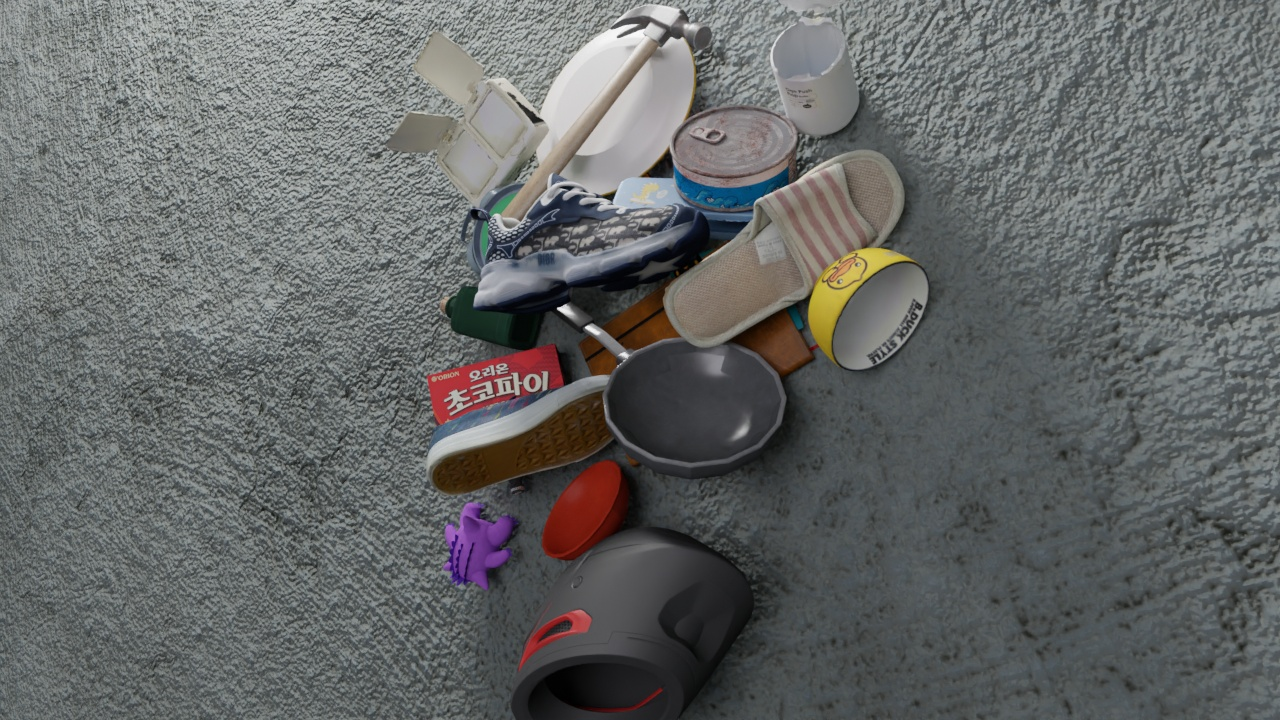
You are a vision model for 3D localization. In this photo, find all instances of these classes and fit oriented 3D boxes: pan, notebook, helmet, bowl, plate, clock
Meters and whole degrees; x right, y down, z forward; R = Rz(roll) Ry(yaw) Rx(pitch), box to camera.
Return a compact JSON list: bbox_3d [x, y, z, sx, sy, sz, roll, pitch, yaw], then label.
[{"bbox_3d":[-0.006,0.005,0.955,0.178,0.041,0.357,-32,50,-27],"label":"pan"},{"bbox_3d":[0.056,-0.022,0.996,0.250,0.014,0.178,-33,67,21],"label":"notebook"},{"bbox_3d":[-0.008,0.254,0.895,0.265,0.164,0.169,-34,24,30],"label":"helmet"},{"bbox_3d":[-0.053,0.168,0.989,0.122,0.035,0.121,-40,25,22],"label":"bowl"},{"bbox_3d":[-0.038,-0.299,1.075,0.230,0.021,0.229,-13,66,32],"label":"plate"},{"bbox_3d":[-0.154,-0.150,1.103,0.162,0.075,0.122,16,88,30],"label":"clock"},{"bbox_3d":[0.205,-0.056,0.864,0.117,0.117,0.067,-54,46,11],"label":"bowl"}]

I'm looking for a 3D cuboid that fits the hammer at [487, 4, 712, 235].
[{"bbox_3d":[-0.061,-0.264,1.038,0.119,0.030,0.331,41,95,36],"label":"hammer"}]

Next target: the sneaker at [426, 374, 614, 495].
[{"bbox_3d":[-0.121,0.071,0.999,0.235,0.087,0.079,-21,38,-5],"label":"sneaker"}]

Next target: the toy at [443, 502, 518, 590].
[{"bbox_3d":[-0.195,0.218,1.073,0.106,0.055,0.088,15,93,32],"label":"toy"}]

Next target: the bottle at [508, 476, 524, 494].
[{"bbox_3d":[-0.155,0.103,1.081,0.036,0.036,0.109,-23,71,25],"label":"bottle"}]

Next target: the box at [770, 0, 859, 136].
[{"bbox_3d":[0.169,-0.308,0.903,0.085,0.162,0.112,13,75,25],"label":"box"}]

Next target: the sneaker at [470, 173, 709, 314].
[{"bbox_3d":[-0.062,-0.133,0.933,0.270,0.103,0.132,-12,83,28],"label":"sneaker"}]

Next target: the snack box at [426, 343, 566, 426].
[{"bbox_3d":[-0.156,0.065,1.053,0.152,0.036,0.132,-14,73,1],"label":"snack box"}]

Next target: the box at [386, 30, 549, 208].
[{"bbox_3d":[-0.219,-0.282,1.115,0.185,0.095,0.146,36,122,-10],"label":"box"}]

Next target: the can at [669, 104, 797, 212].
[{"bbox_3d":[0.097,-0.210,0.948,0.130,0.044,0.129,-5,46,5],"label":"can"}]

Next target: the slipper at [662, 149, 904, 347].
[{"bbox_3d":[0.139,-0.107,0.890,0.263,0.052,0.115,-35,102,7],"label":"slipper"}]

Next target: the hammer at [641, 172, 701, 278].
[{"bbox_3d":[0.020,-0.162,1.018,0.123,0.036,0.320,-34,59,20],"label":"hammer"}]

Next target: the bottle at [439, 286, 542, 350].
[{"bbox_3d":[-0.190,-0.055,1.115,0.131,0.061,0.061,14,91,31],"label":"bottle"}]

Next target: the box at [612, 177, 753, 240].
[{"bbox_3d":[0.074,-0.166,0.954,0.210,0.049,0.066,6,65,11],"label":"box"}]
